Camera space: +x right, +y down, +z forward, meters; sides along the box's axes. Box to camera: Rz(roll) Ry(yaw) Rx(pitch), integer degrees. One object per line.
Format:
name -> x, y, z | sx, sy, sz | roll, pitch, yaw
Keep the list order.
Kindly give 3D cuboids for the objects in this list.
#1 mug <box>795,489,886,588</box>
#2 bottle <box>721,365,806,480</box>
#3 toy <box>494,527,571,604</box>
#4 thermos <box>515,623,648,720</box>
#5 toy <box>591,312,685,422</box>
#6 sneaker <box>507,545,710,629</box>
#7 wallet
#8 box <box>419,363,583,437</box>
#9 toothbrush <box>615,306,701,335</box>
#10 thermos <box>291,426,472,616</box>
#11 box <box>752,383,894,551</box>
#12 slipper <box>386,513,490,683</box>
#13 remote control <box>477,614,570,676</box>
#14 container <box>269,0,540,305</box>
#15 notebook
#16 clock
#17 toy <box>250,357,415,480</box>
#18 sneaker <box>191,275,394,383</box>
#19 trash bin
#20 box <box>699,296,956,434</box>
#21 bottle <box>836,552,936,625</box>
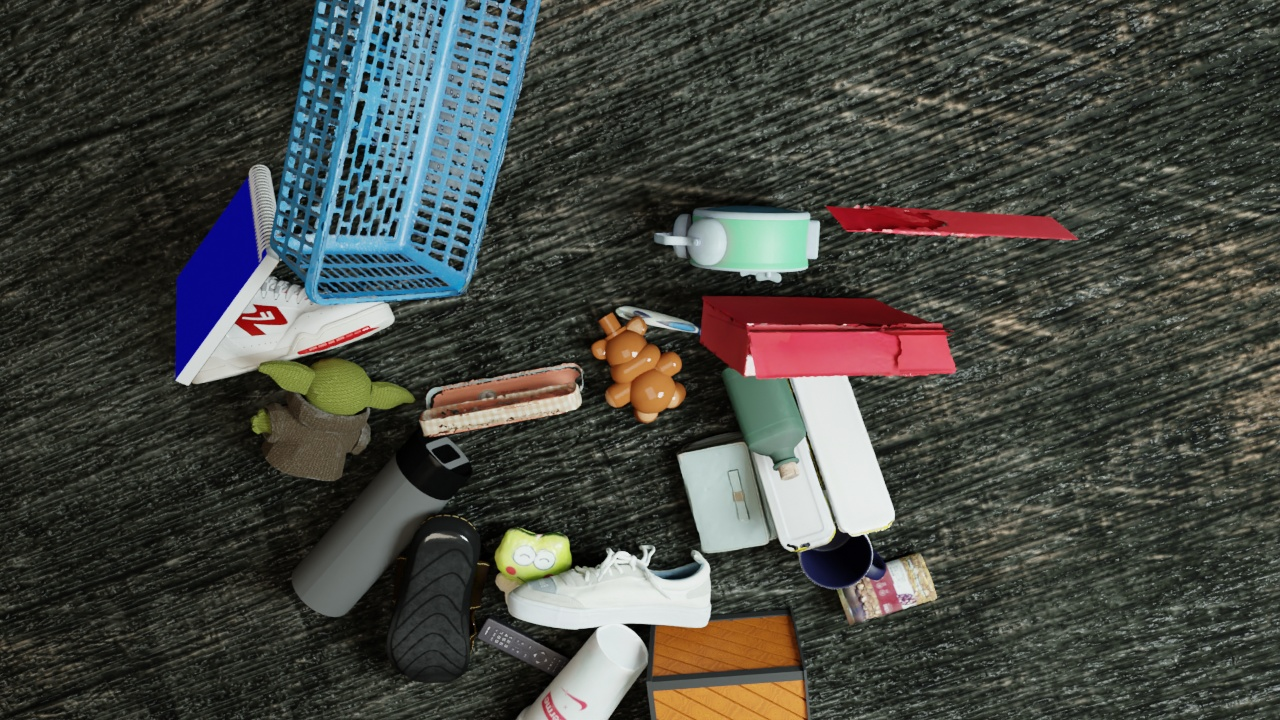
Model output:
mug -> 0.228, 0.209, 1.038 | 0.112, 0.096, 0.079 | 31, 103, -4
bottle -> 0.137, 0.063, 0.973 | 0.061, 0.061, 0.131 | -24, 67, 16
toy -> -0.130, 0.252, 1.096 | 0.092, 0.046, 0.115 | 9, 112, -8
thermos -> -0.079, 0.410, 1.096 | 0.099, 0.099, 0.221 | 32, 111, -5
toy -> -0.006, 0.006, 1.029 | 0.095, 0.065, 0.127 | -32, 91, 2
sneaker -> -0.033, 0.257, 1.064 | 0.242, 0.089, 0.091 | 4, 91, -15
wallet -> 0.103, 0.151, 1.058 | 0.100, 0.054, 0.131 | -15, 97, 6
box -> -0.155, 0.044, 1.036 | 0.187, 0.082, 0.042 | -11, 114, 4
toothbrush -> 0.064, -0.034, 1.030 | 0.189, 0.017, 0.016 | 13, 105, -1
thermos -> -0.300, 0.188, 1.071 | 0.082, 0.082, 0.241 | 41, 102, -7
box -> 0.186, 0.095, 0.999 | 0.130, 0.036, 0.209 | -17, 69, 5
slipper -> -0.240, 0.281, 1.091 | 0.113, 0.075, 0.268 | 5, 120, -12
remote control -> -0.135, 0.358, 1.137 | 0.136, 0.015, 0.032 | 29, 103, -6
container -> -0.230, -0.242, 0.893 | 0.089, 0.256, 0.362 | 22, 104, 19
notebook -> -0.432, -0.097, 0.957 | 0.022, 0.209, 0.172 | 31, 106, -38
clock -> 0.094, -0.122, 0.947 | 0.161, 0.122, 0.075 | -2, 103, -16
toy -> -0.361, 0.066, 1.036 | 0.179, 0.078, 0.153 | 16, 111, -40
sneaker -> -0.400, -0.053, 1.024 | 0.237, 0.090, 0.104 | -15, 94, 9
trash bin -> 0.103, 0.389, 1.067 | 0.172, 0.139, 0.140 | -6, 103, 4
box -> 0.178, -0.023, 0.934 | 0.214, 0.165, 0.153 | -2, 61, -15
bottle -> 0.284, 0.266, 1.070 | 0.105, 0.056, 0.056 | -20, 102, 7
